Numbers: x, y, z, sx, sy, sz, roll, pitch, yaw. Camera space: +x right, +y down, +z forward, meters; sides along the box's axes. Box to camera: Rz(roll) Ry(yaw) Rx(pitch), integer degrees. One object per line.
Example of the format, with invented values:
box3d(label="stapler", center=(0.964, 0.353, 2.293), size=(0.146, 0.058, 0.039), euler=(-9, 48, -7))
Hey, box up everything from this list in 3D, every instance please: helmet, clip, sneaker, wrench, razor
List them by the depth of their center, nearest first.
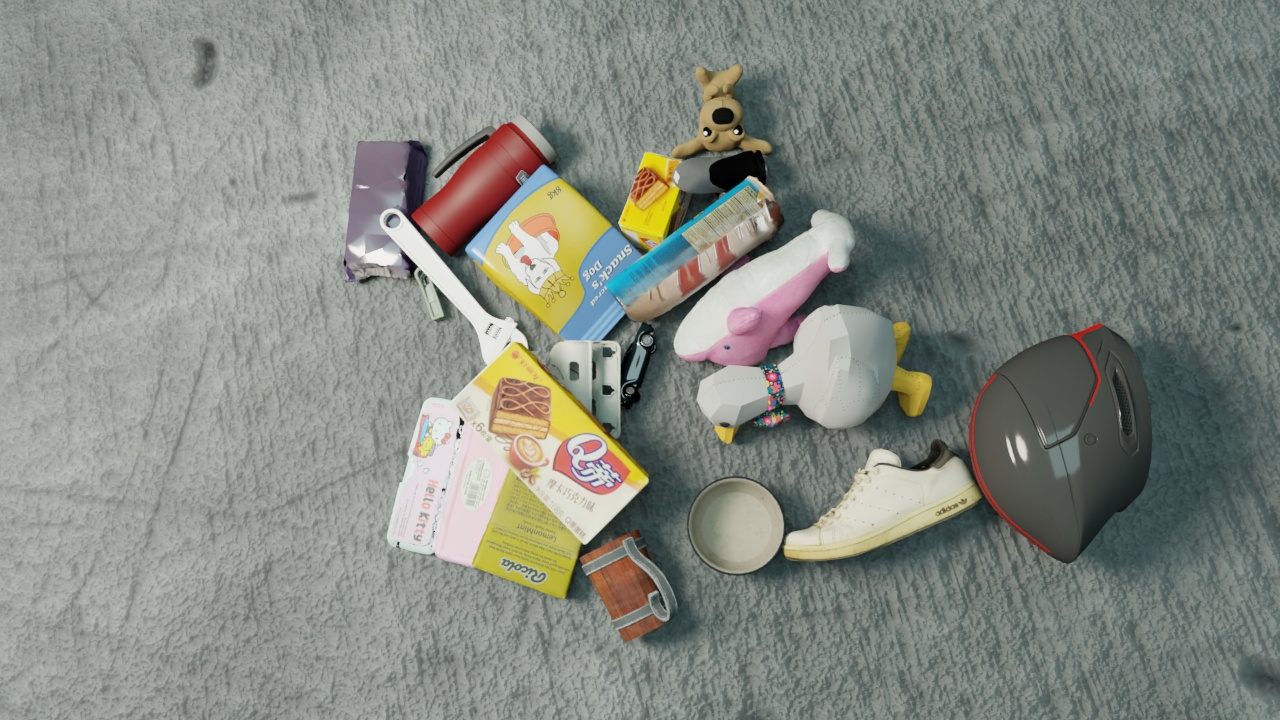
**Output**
box3d(label="helmet", center=(0.459, 0.093, 1.030), size=(0.170, 0.164, 0.264), euler=(-4, 77, 5))
box3d(label="sneaker", center=(0.273, 0.161, 1.077), size=(0.241, 0.089, 0.102), euler=(-20, 85, -2))
box3d(label="clip", center=(-0.100, 0.036, 1.144), size=(0.151, 0.091, 0.125), euler=(2, 89, 14))
box3d(label="razor", center=(0.101, -0.237, 1.169), size=(0.156, 0.060, 0.057), euler=(-10, 100, -29))
box3d(label="wrench", center=(-0.248, -0.095, 1.211), size=(0.066, 0.018, 0.273), euler=(-42, 88, -7))
box3d(label="clip", center=(-0.282, -0.090, 1.239), size=(0.023, 0.035, 0.074), euler=(-20, 82, 1))

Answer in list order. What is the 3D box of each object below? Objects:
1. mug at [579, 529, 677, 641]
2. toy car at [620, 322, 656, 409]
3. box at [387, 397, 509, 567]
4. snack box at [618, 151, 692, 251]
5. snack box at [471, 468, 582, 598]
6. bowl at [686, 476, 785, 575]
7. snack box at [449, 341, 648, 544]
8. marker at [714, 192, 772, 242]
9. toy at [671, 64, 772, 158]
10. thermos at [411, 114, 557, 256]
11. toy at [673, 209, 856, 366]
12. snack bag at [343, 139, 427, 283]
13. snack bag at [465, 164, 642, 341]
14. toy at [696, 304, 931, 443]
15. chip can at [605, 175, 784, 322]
box3d(label="mug", center=(-0.006, 0.263, 1.084), size=(0.081, 0.118, 0.111), euler=(-19, 77, -35))
box3d(label="toy car", center=(-0.007, 0.007, 1.171), size=(0.034, 0.046, 0.112), euler=(16, 79, 9))
box3d(label="box", center=(-0.237, 0.153, 1.171), size=(0.155, 0.045, 0.201), euler=(11, 80, 10))
box3d(label="snack box", center=(0.023, -0.202, 1.193), size=(0.061, 0.083, 0.105), euler=(18, 81, 12))
box3d(label="snack box", center=(-0.120, 0.188, 1.132), size=(0.121, 0.045, 0.180), euler=(21, 76, -7))
box3d(label="bowl", center=(0.116, 0.200, 1.106), size=(0.115, 0.059, 0.115), euler=(-2, 78, 7))
box3d(label="snack box", center=(-0.104, 0.094, 1.084), size=(0.110, 0.061, 0.230), euler=(-44, 90, -1))
box3d(label="marker", center=(0.126, -0.206, 1.212), size=(0.016, 0.022, 0.138), euler=(-40, 75, -8))
box3d(label="toy", center=(0.106, -0.328, 1.208), size=(0.134, 0.106, 0.108), euler=(-2, 88, 3))
box3d(label="thermos", center=(-0.217, -0.243, 1.233), size=(0.198, 0.084, 0.108), euler=(-44, 77, -1))
box3d(label="toy", center=(0.164, -0.070, 1.132), size=(0.266, 0.186, 0.128), euler=(-39, 114, 20))
box3d(label="snack bag", center=(-0.353, -0.208, 1.257), size=(0.096, 0.058, 0.205), euler=(0, 78, 7))
box3d(label="snack bag", center=(-0.099, -0.125, 1.191), size=(0.205, 0.102, 0.159), euler=(42, 86, 1))
box3d(label="toy", center=(0.203, 0.014, 1.077), size=(0.267, 0.247, 0.140), euler=(-5, 59, -13))
box3d(label="chip can", center=(0.069, -0.132, 1.144), size=(0.229, 0.080, 0.080), euler=(-37, 76, 1))
